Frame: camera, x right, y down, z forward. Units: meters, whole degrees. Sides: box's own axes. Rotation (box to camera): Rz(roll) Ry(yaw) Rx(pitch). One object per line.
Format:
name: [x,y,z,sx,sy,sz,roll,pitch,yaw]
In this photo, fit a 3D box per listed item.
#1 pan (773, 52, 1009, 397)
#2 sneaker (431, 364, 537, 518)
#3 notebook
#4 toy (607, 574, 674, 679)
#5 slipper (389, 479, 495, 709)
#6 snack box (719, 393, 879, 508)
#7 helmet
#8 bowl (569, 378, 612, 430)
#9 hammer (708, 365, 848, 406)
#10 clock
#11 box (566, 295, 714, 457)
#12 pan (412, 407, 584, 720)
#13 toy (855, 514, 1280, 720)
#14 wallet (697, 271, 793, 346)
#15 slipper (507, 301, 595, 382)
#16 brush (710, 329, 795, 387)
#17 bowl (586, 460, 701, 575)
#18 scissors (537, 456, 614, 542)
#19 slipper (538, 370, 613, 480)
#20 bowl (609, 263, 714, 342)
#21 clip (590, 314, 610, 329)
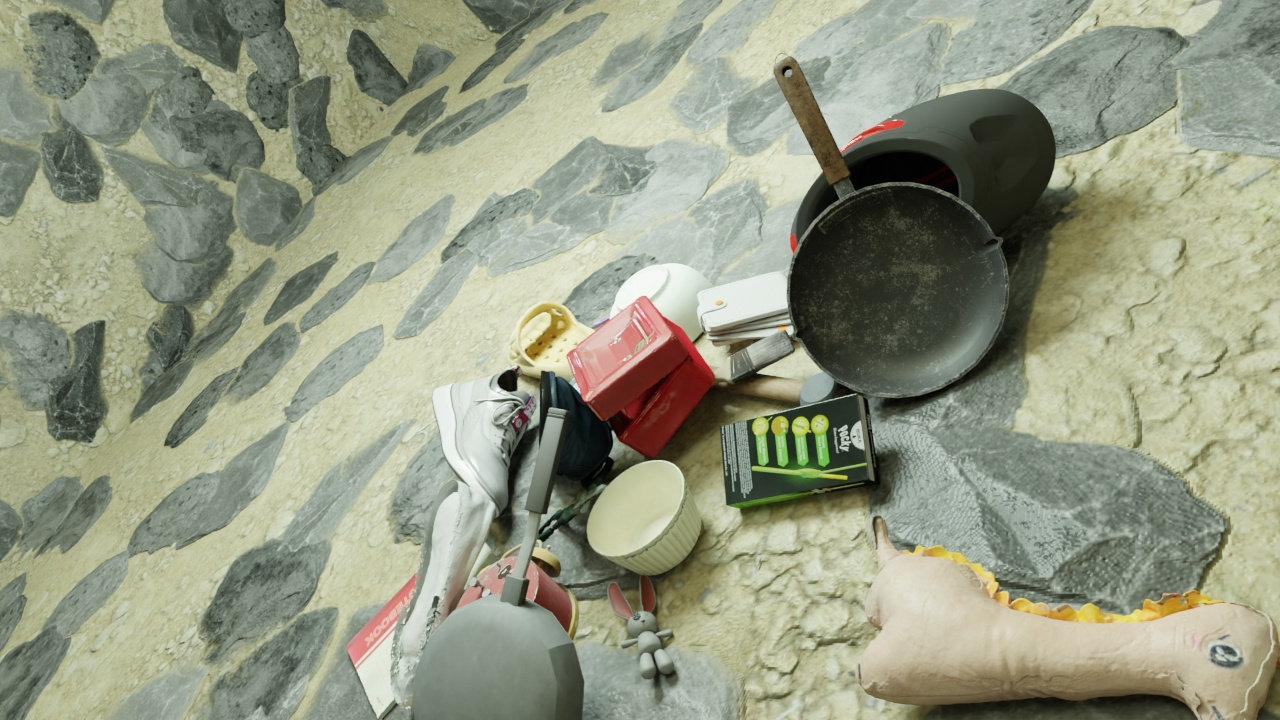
pan: [0.212,-0.137,0.886,0.208,0.357,0.040,-26,-6,20]
sneaker: [-0.188,0.098,1.193,0.128,0.097,0.263,-28,36,0]
notebook: [-0.252,0.297,1.078,0.208,0.012,0.153,-47,33,-10]
toy: [0.002,0.248,0.852,0.049,0.030,0.111,-12,33,-10]
slipper: [-0.215,0.255,1.003,0.112,0.074,0.246,-45,28,53]
snack box: [0.148,0.089,0.873,0.148,0.025,0.080,-17,66,33]
helmet: [0.295,-0.178,0.958,0.265,0.164,0.169,-27,3,32]
bowl: [-0.063,0.047,1.165,0.114,0.045,0.114,-27,33,20]
hammer: [0.100,0.024,1.035,0.322,0.040,0.129,9,59,52]
clock: [-0.134,0.248,0.947,0.117,0.081,0.158,-26,33,21]
box: [0.004,0.015,1.040,0.134,0.112,0.157,-41,24,7]
pan: [-0.118,0.218,0.847,0.179,0.041,0.357,8,80,29]
toy: [0.274,0.171,0.630,0.265,0.065,0.195,-17,42,30]
wallet: [0.129,-0.054,1.074,0.118,0.037,0.115,-15,34,2]
slipper: [-0.138,-0.032,1.303,0.111,0.079,0.262,-48,27,-11]
brush: [0.103,0.009,1.003,0.152,0.012,0.038,-29,38,30]
bowl: [0.010,0.164,0.919,0.115,0.062,0.115,-28,32,19]
scissors: [-0.050,0.135,0.993,0.141,0.015,0.210,-47,4,-28]
slipper: [-0.072,0.078,1.022,0.083,0.266,0.108,2,76,-2]
bowl: [0.020,-0.072,1.204,0.154,0.073,0.153,-28,32,19]
clip: [-0.052,-0.054,1.297,0.014,0.042,0.052,15,74,56]
